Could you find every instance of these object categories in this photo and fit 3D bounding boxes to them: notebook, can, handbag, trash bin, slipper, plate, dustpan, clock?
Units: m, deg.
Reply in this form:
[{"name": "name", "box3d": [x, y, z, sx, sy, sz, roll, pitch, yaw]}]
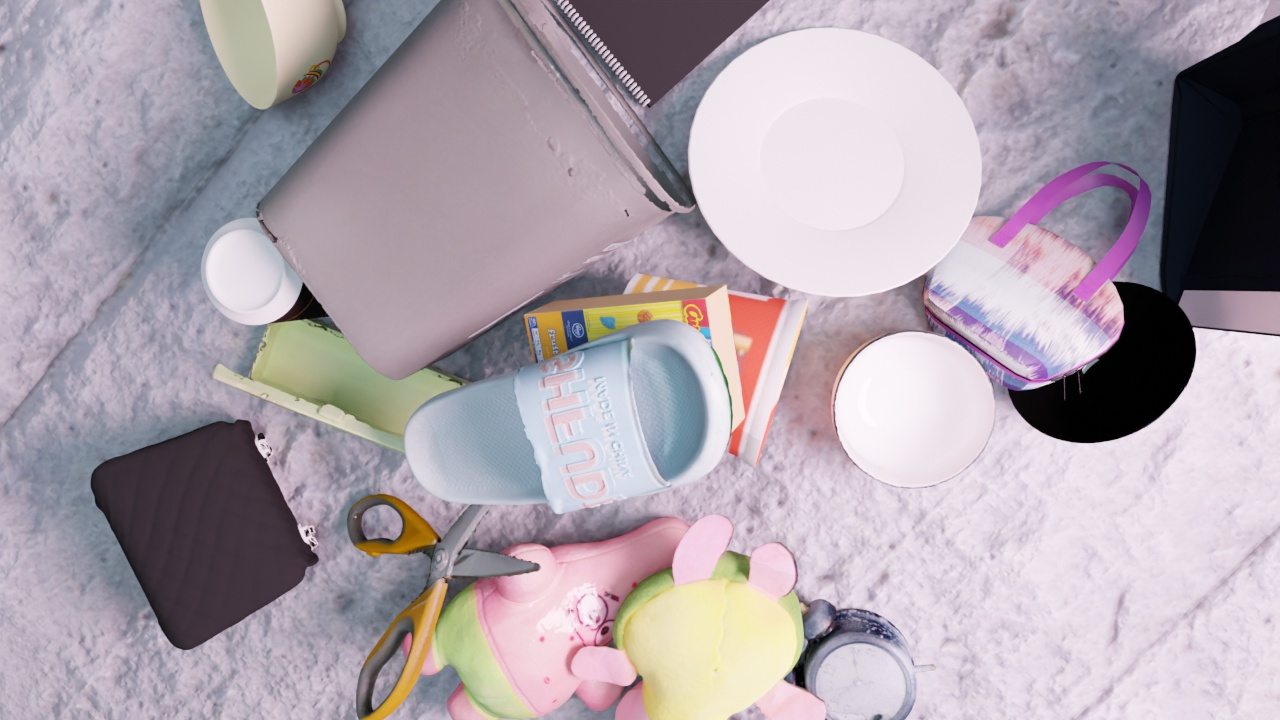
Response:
[{"name": "notebook", "box3d": [-0.007, -0.310, 0.658, 0.149, 0.016, 0.206, -39, 100, 13]}, {"name": "can", "box3d": [-0.255, -0.064, 0.667, 0.072, 0.128, 0.072, 0, 96, 4]}, {"name": "handbag", "box3d": [0.292, -0.069, 0.653, 0.170, 0.068, 0.144, -47, 64, -3]}, {"name": "handbag", "box3d": [-0.335, 0.129, 0.729, 0.125, 0.115, 0.153, -26, 90, -17]}, {"name": "trash bin", "box3d": [-0.111, -0.117, 0.626, 0.220, 0.197, 0.197, -36, 93, 13]}, {"name": "slipper", "box3d": [-0.056, 0.048, 0.568, 0.246, 0.074, 0.104, -13, 101, 28]}, {"name": "plate", "box3d": [0.138, -0.144, 0.660, 0.208, 0.015, 0.208, 0, 76, 0]}, {"name": "dustpan", "box3d": [0.392, -0.157, 0.551, 0.080, 0.236, 0.273, 22, 97, 3]}, {"name": "clock", "box3d": [0.153, 0.235, 0.705, 0.129, 0.052, 0.090, 20, 97, 7]}]

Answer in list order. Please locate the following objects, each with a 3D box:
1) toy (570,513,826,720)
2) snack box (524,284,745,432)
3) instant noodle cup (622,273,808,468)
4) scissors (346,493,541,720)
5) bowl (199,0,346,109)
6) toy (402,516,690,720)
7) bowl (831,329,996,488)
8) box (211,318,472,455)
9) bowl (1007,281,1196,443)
[{"name": "toy", "box3d": [0.044, 0.218, 0.673, 0.190, 0.087, 0.239, 11, 114, -8]}, {"name": "snack box", "box3d": [-0.004, 0.003, 0.596, 0.126, 0.040, 0.088, -3, 105, 25]}, {"name": "instant noodle cup", "box3d": [0.043, -0.001, 0.660, 0.121, 0.123, 0.123, 18, 97, 10]}, {"name": "scissors", "box3d": [-0.157, 0.162, 0.664, 0.226, 0.016, 0.224, -1, 71, 40]}, {"name": "bowl", "box3d": [-0.260, -0.251, 0.671, 0.073, 0.118, 0.118, -28, 94, -36]}, {"name": "toy", "box3d": [-0.057, 0.195, 0.697, 0.236, 0.097, 0.192, -31, 125, -5]}, {"name": "bowl", "box3d": [0.194, 0.032, 0.673, 0.113, 0.063, 0.113, 0, 96, 4]}, {"name": "box", "box3d": [-0.213, 0.020, 0.709, 0.188, 0.092, 0.083, 22, 74, -1]}, {"name": "bowl", "box3d": [0.333, 0.011, 0.653, 0.052, 0.124, 0.124, 32, 99, -38]}]
